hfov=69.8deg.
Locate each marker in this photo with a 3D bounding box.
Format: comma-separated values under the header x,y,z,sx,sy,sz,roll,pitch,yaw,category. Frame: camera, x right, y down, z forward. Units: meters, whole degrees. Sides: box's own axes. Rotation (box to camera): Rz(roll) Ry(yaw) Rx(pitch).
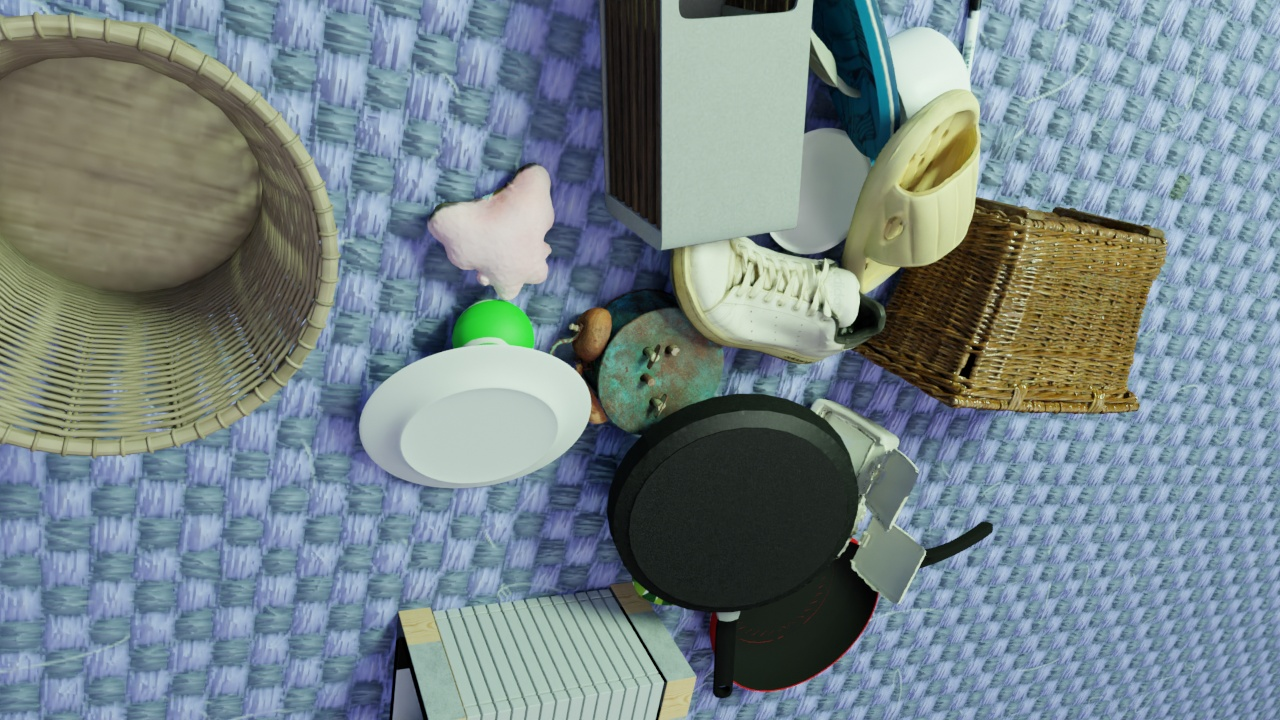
x,y,z,sx,sy,sz,roll,pitch,yaw,category
0.298,-0.275,0.837,0.011,0.011,0.152,-12,120,-20,marker

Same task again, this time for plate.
x,y,z,sx,sy,sz,roll,pitch,yaw,category
-0.132,0.057,0.753,0.188,0.016,0.189,-10,141,-8,plate

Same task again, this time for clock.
x,y,z,sx,sy,sz,roll,pitch,yaw,category
-0.005,0.005,0.799,0.157,0.073,0.121,-7,118,-21,clock

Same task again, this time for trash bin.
x,y,z,sx,sy,sz,roll,pitch,yaw,category
-0.098,0.327,0.876,0.246,0.142,0.143,-1,115,-25,trash bin
0.044,-0.214,0.684,0.114,0.114,0.229,-12,119,-20,trash bin

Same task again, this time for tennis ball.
x,y,z,sx,sy,sz,roll,pitch,yaw,category
-0.118,-0.017,0.738,0.065,0.065,0.065,-11,119,-21,tennis ball

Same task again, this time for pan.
x,y,z,sx,sy,sz,roll,pitch,yaw,category
0.085,0.192,0.845,0.225,0.034,0.357,-4,118,-6,pan
0.238,0.250,1.044,0.355,0.067,0.209,-23,123,-13,pan

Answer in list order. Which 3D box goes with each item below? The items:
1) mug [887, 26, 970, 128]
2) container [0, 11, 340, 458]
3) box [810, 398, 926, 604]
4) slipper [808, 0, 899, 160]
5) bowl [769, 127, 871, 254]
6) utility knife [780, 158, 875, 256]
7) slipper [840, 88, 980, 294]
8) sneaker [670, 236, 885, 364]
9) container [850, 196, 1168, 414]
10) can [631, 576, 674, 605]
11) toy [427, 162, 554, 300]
x,y,z,sx,sy,sz,roll,pitch,yaw,category
0.226,-0.221,0.784,0.068,0.094,0.116,-28,146,-12,mug
-0.305,-0.090,0.531,0.226,0.196,0.227,-11,119,-20,container
0.205,0.131,0.895,0.065,0.186,0.145,18,99,-28,box
0.133,-0.289,0.695,0.060,0.118,0.295,-19,117,0,slipper
0.146,-0.153,0.809,0.109,0.040,0.110,-10,117,-20,bowl
0.191,-0.152,0.848,0.196,0.015,0.031,-46,119,4,utility knife
0.237,-0.120,0.775,0.111,0.079,0.262,-39,162,-15,slipper
0.127,-0.054,0.785,0.241,0.103,0.088,19,70,-44,sneaker
0.372,-0.060,0.898,0.249,0.162,0.183,3,108,-27,container
0.026,0.158,0.885,0.083,0.083,0.144,-16,121,-17,can
-0.104,-0.096,0.713,0.102,0.050,0.093,-30,121,-13,toy
